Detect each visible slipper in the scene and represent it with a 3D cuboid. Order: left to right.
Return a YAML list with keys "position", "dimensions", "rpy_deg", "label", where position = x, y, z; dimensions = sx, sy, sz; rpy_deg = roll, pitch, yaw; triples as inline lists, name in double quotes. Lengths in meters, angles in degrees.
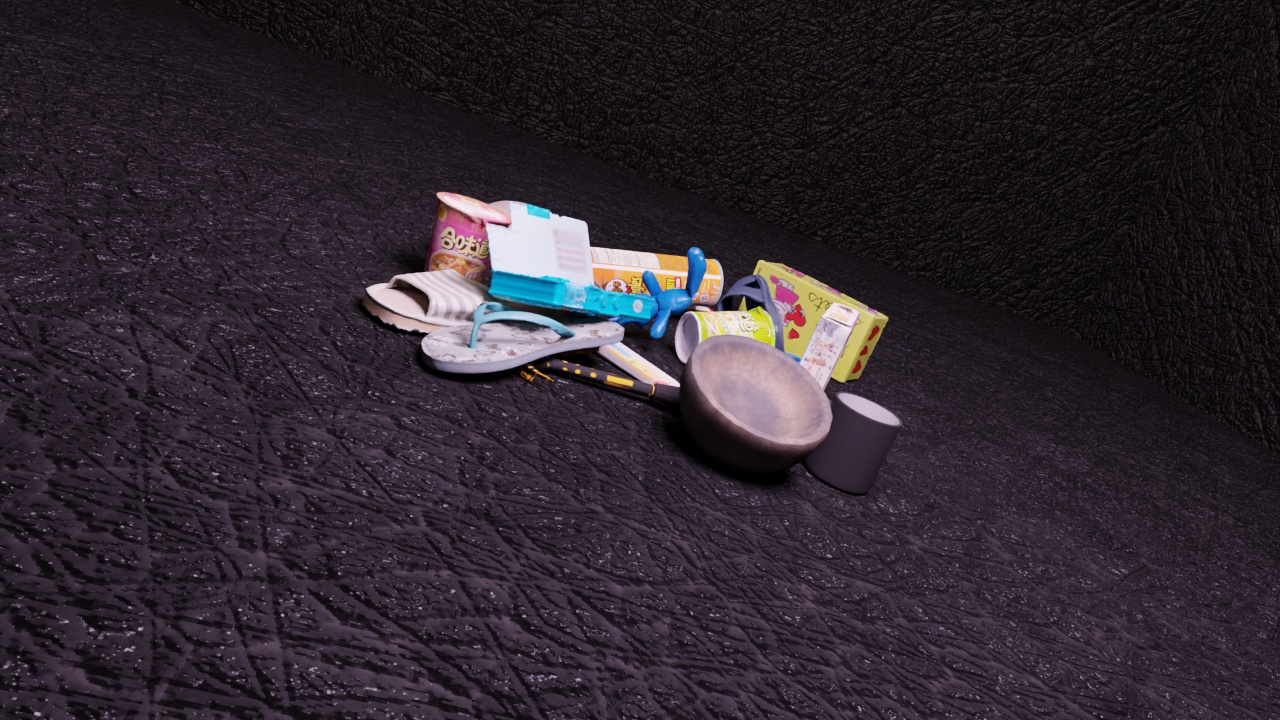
- position: [-0.191, -0.066, 1.048]
  dimensions: [0.114, 0.054, 0.272]
  rpy_deg: [27, 16, 32]
  label: "slipper"
- position: [-0.124, -0.038, 0.976]
  dimensions: [0.098, 0.055, 0.268]
  rpy_deg: [21, 21, 35]
  label: "slipper"
- position: [0.157, -0.057, 1.366]
  dimensions: [0.082, 0.101, 0.263]
  rpy_deg: [-6, 19, 0]
  label: "slipper"

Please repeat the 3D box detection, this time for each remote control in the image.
- position: [-0.007, 0.006, 1.103]
  dimensions: [0.125, 0.018, 0.038]
  rpy_deg: [33, 20, 28]
  label: "remote control"

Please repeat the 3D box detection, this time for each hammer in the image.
- position: [0.013, 0.036, 1.016]
  dimensions: [0.320, 0.036, 0.123]
  rpy_deg: [16, 19, -11]
  label: "hammer"

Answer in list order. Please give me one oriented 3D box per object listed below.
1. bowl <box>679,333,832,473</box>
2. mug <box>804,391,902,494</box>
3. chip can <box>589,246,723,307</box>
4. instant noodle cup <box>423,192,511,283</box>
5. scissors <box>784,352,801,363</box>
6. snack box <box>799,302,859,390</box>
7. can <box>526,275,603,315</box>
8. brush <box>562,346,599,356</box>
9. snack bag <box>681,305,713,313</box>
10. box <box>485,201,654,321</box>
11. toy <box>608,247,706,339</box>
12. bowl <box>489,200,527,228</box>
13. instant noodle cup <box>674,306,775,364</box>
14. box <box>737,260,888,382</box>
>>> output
- position: [0.112, 0.051, 0.958]
  dimensions: [0.162, 0.070, 0.162]
  rpy_deg: [17, 37, -14]
  label: "bowl"
- position: [0.218, 0.084, 1.018]
  dimensions: [0.113, 0.088, 0.078]
  rpy_deg: [25, 17, 10]
  label: "mug"
- position: [0.011, -0.123, 1.363]
  dimensions: [0.214, 0.075, 0.075]
  rpy_deg: [3, 24, -25]
  label: "chip can"
- position: [-0.218, -0.138, 1.127]
  dimensions: [0.097, 0.109, 0.097]
  rpy_deg: [20, 17, -7]
  label: "instant noodle cup"
- position: [0.194, -0.022, 1.446]
  dimensions: [0.139, 0.011, 0.133]
  rpy_deg: [21, 17, 1]
  label: "scissors"
- position: [0.226, 0.006, 1.165]
  dimensions: [0.040, 0.148, 0.143]
  rpy_deg: [26, 17, 11]
  label: "snack box"
- position: [-0.117, -0.095, 1.229]
  dimensions: [0.130, 0.044, 0.129]
  rpy_deg: [20, 17, -7]
  label: "can"
- position: [-0.071, -0.037, 1.118]
  dimensions: [0.048, 0.017, 0.126]
  rpy_deg: [-9, 20, 2]
  label: "brush"
- position: [0.037, -0.108, 1.466]
  dimensions: [0.131, 0.039, 0.143]
  rpy_deg: [38, 26, 31]
  label: "snack bag"
- position: [-0.095, -0.101, 1.074]
  dimensions: [0.169, 0.086, 0.226]
  rpy_deg: [49, 19, 19]
  label: "box"
- position: [0.018, -0.080, 1.222]
  dimensions: [0.071, 0.176, 0.112]
  rpy_deg: [56, 5, -21]
  label: "toy"
- position: [-0.185, -0.198, 1.408]
  dimensions: [0.178, 0.081, 0.178]
  rpy_deg: [20, 19, -7]
  label: "bowl"
- position: [0.109, -0.026, 1.230]
  dimensions: [0.107, 0.099, 0.099]
  rpy_deg: [3, 23, -25]
  label: "instant noodle cup"
- position: [0.276, -0.066, 1.497]
  dimensions: [0.221, 0.124, 0.082]
  rpy_deg: [35, 22, 31]
  label: "box"
